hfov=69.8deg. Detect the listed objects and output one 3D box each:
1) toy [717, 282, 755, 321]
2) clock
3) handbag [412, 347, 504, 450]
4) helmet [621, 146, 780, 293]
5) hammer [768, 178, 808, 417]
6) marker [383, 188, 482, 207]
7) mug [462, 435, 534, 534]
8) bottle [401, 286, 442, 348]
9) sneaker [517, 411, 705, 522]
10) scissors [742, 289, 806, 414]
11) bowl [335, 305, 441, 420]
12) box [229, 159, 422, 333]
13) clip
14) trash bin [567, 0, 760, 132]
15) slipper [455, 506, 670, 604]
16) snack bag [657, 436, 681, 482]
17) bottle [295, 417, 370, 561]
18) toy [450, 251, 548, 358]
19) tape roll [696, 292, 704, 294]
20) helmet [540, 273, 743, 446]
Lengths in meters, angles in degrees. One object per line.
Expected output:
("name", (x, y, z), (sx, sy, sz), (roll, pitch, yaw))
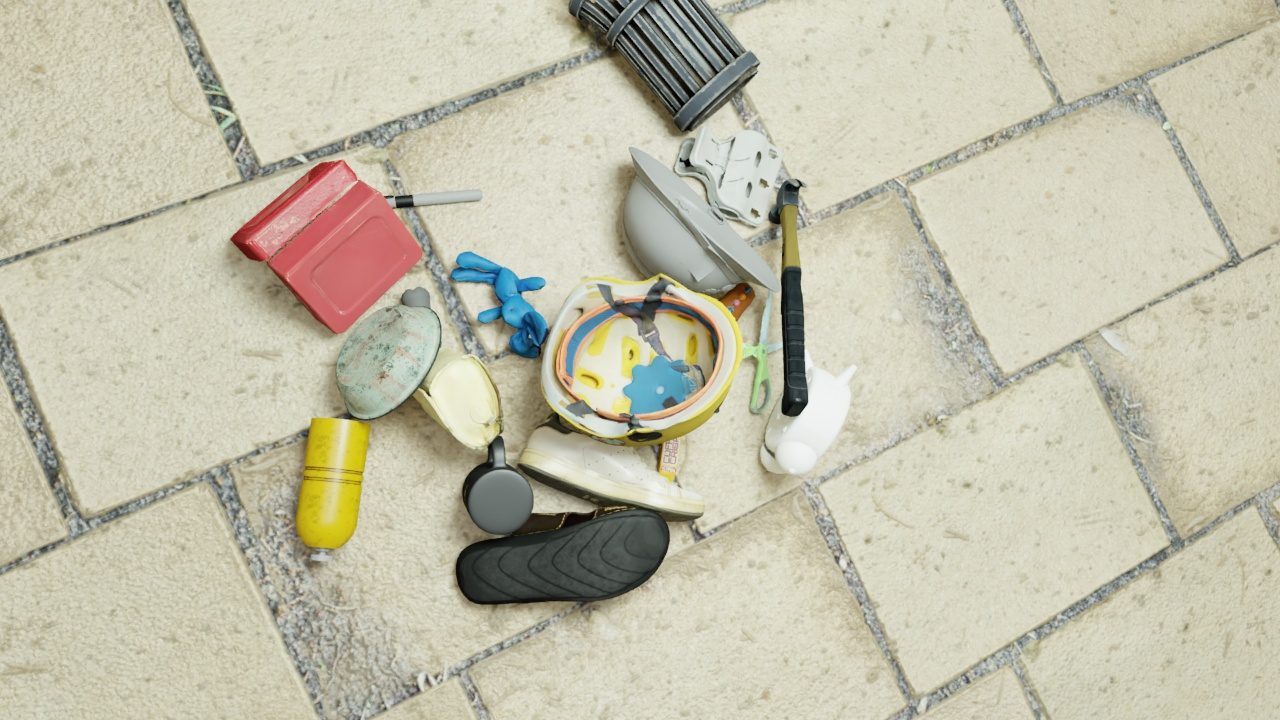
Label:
("toy", (0.117, -0.065, 1.214), (0.070, 0.103, 0.090), (42, 96, -4))
("clock", (0.210, 0.071, 1.202), (0.073, 0.125, 0.160), (29, 81, -7))
("handbag", (-0.218, 0.046, 1.100), (0.081, 0.119, 0.111), (-36, 110, -19))
("helmet", (0.050, -0.150, 1.200), (0.271, 0.183, 0.118), (47, 109, 11))
("hammer", (0.195, -0.090, 1.186), (0.025, 0.118, 0.332), (5, 64, -6))
("marker", (-0.277, -0.211, 1.196), (0.140, 0.016, 0.016), (-8, 82, -14))
("mug", (-0.174, 0.148, 1.113), (0.078, 0.088, 0.113), (-2, 91, -15))
("bottle", (-0.273, -0.037, 1.158), (0.036, 0.036, 0.110), (-14, 84, -15))
("sneaker", (-0.028, 0.133, 1.166), (0.241, 0.089, 0.102), (19, 68, -5))
("scissors", (0.161, -0.013, 1.236), (0.173, 0.022, 0.171), (5, 91, -32))
("bowl", (-0.307, -0.007, 1.088), (0.038, 0.158, 0.157), (42, 70, -43))
("box", (-0.375, -0.137, 1.121), (0.157, 0.154, 0.168), (-46, 114, -15))
("clip", (0.124, -0.266, 1.277), (0.142, 0.073, 0.124), (21, 74, -16))
("trash bin", (0.039, -0.436, 1.234), (0.164, 0.164, 0.227), (-42, 95, -16))
("slipper", (-0.094, 0.240, 1.130), (0.268, 0.075, 0.113), (-12, 89, 4))
("snack bag", (0.039, 0.111, 1.212), (0.026, 0.020, 0.099), (11, 78, -9))
("bottle", (-0.368, 0.154, 1.089), (0.071, 0.071, 0.163), (7, 79, -11))
("toy", (-0.169, -0.069, 1.168), (0.070, 0.113, 0.176), (-27, 65, -37))
("tape roll", (0.044, -0.065, 1.214), (0.093, 0.013, 0.092), (-10, 45, 9))
("helmet", (0.008, 0.016, 1.105), (0.240, 0.140, 0.208), (5, 64, 13))
